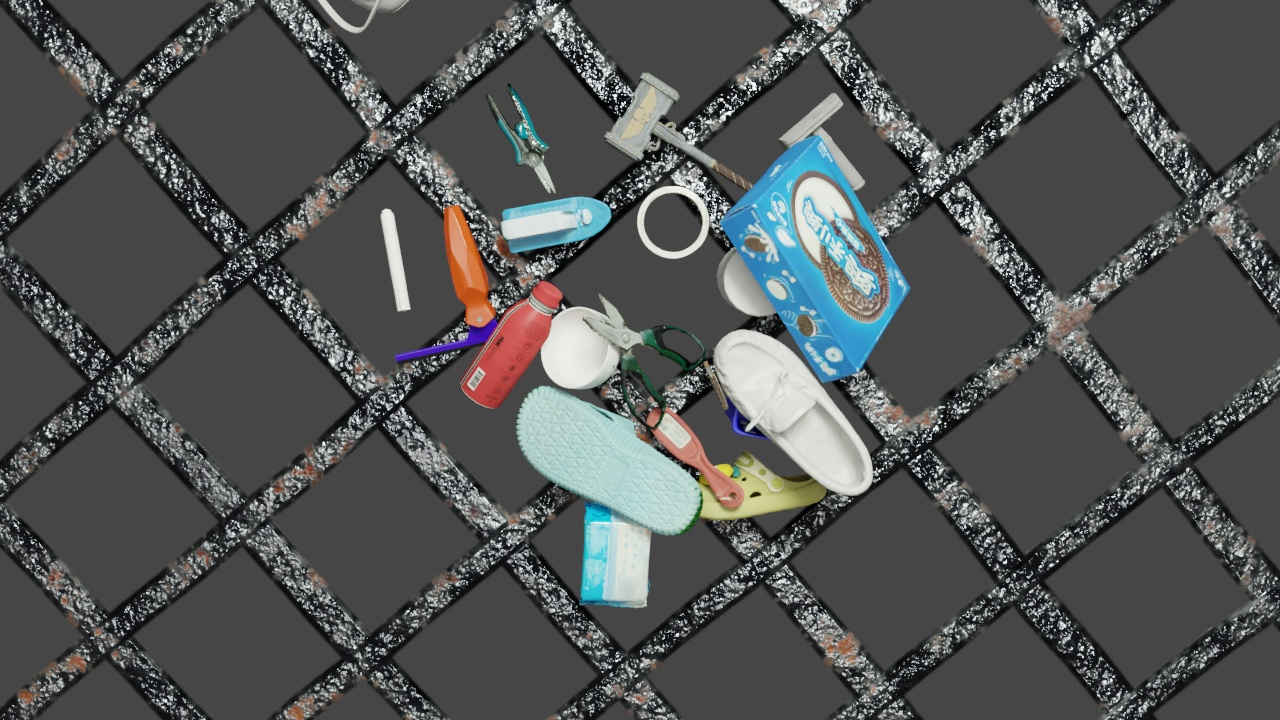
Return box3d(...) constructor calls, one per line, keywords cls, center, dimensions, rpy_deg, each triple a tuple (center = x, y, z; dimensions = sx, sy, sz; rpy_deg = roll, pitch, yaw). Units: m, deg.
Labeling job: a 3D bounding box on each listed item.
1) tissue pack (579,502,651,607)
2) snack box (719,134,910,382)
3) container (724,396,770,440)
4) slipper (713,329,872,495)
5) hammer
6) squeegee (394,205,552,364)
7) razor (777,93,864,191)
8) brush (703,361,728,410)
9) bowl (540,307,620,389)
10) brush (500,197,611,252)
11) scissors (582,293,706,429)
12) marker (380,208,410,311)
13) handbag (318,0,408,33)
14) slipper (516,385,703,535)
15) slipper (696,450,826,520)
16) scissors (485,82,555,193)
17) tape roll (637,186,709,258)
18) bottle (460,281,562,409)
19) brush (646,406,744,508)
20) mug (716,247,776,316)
box3d(cls="tissue pack", center=(-0.032, 0.254, 1.214), dimensions=(0.093, 0.061, 0.144), rpy_deg=(3, 97, -2))
box3d(cls="snack box", center=(0.216, -0.124, 1.100), dimensions=(0.056, 0.195, 0.239), rpy_deg=(-19, 112, 45))
box3d(cls="container", center=(0.158, 0.049, 1.165), dimensions=(0.084, 0.113, 0.085), rpy_deg=(11, 96, -2))
box3d(cls="slipper", center=(0.180, 0.065, 1.079), dimensions=(0.112, 0.075, 0.247), rpy_deg=(-43, 93, -11))
box3d(cls="hammer", center=(0.115, -0.236, 1.172), dimensions=(0.322, 0.044, 0.098), rpy_deg=(31, 95, -6))
box3d(cls="squeegee", center=(-0.218, -0.106, 1.174), dimensions=(0.249, 0.055, 0.185), rpy_deg=(-13, 104, 1))
box3d(cls="razor", center=(0.245, -0.265, 1.170), dimensions=(0.088, 0.047, 0.116), rpy_deg=(-40, 103, 4))
box3d(cls="brush", center=(0.089, 0.021, 1.147), dimensions=(0.008, 0.143, 0.045), rpy_deg=(-23, 104, 3))
box3d(cls="bowl", center=(-0.071, -0.014, 1.176), dimensions=(0.105, 0.054, 0.105), rpy_deg=(-4, 83, 31))
box3d(cls="brush", center=(-0.104, -0.175, 1.158), dimensions=(0.136, 0.075, 0.055), rpy_deg=(-11, 97, 1))
box3d(cls="scissors", center=(-0.010, 0.007, 1.147), dimensions=(0.209, 0.015, 0.154), rpy_deg=(24, 88, -36))
box3d(cls="marker", center=(-0.318, -0.130, 1.189), dimensions=(0.017, 0.020, 0.133), rpy_deg=(-10, 97, -9))
box3d(cls="handbag", center=(-0.353, -0.538, 1.109), dimensions=(0.222, 0.095, 0.216), rpy_deg=(39, 93, 1))
box3d(cls="slipper", center=(-0.041, 0.132, 1.191), dimensions=(0.276, 0.069, 0.116), rpy_deg=(29, 93, 13))
box3d(cls="slipper", center=(0.146, 0.159, 1.193), dimensions=(0.190, 0.091, 0.081), rpy_deg=(-7, 94, -3))
box3d(cls="scissors", center=(-0.145, -0.287, 1.173), dimensions=(0.129, 0.019, 0.139), rpy_deg=(16, 98, -3))
box3d(cls="tape roll", center=(0.042, -0.179, 1.189), dimensions=(0.093, 0.013, 0.093), rpy_deg=(0, 96, 0))
box3d(cls="bottle", center=(-0.159, -0.022, 1.164), dimensions=(0.062, 0.062, 0.177), rpy_deg=(35, 108, -4))
box3d(cls="brush", center=(0.072, 0.126, 1.178), dimensions=(0.041, 0.030, 0.172), rpy_deg=(-43, 64, -3))
box3d(cls="mug", center=(0.149, -0.119, 1.158), dimensions=(0.091, 0.090, 0.121), rpy_deg=(11, 96, -2))
